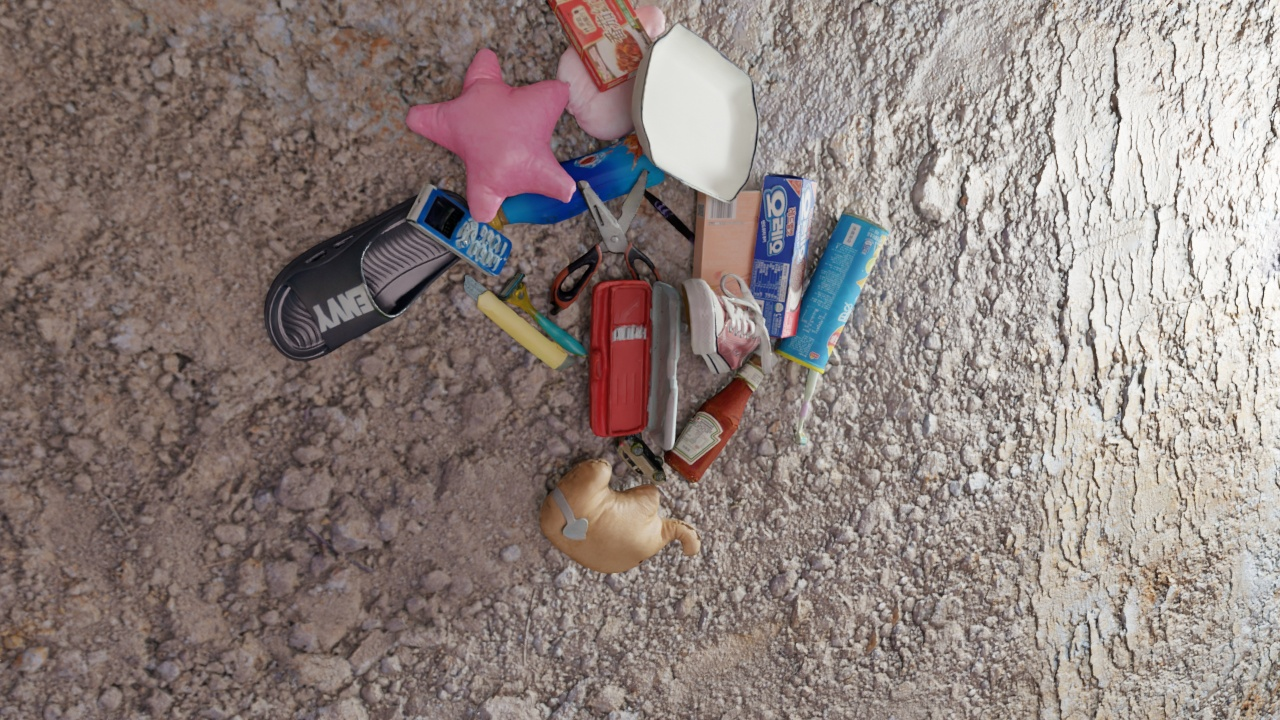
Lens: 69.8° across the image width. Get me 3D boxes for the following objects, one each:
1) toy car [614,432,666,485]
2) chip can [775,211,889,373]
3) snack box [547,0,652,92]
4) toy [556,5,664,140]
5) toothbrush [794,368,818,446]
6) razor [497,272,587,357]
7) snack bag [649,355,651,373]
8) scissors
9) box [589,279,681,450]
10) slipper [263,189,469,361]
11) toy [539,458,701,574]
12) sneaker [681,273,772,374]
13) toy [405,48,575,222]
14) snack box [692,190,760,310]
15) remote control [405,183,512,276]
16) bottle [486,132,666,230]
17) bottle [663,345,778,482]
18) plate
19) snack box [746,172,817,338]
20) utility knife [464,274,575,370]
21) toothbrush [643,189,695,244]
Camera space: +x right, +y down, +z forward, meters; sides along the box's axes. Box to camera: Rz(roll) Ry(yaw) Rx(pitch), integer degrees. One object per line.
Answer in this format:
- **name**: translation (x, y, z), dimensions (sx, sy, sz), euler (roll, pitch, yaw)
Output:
- **toy car**: translation (0.002, 0.130, 1.214), dimensions (0.035, 0.042, 0.090), euler (-36, 111, 15)
- **chip can**: translation (0.258, -0.091, 1.235), dimensions (0.071, 0.071, 0.210), euler (23, 95, -25)
- **snack box**: translation (-0.048, -0.383, 1.024), dimensions (0.075, 0.025, 0.153), euler (-29, 87, -12)
- **toy**: translation (-0.021, -0.334, 1.066), dimensions (0.159, 0.054, 0.121), euler (-39, 108, -7)
- **toothbrush**: translation (0.245, 0.029, 1.293), dimensions (0.020, 0.029, 0.189), euler (14, 100, 17)
- **razor**: translation (-0.115, -0.048, 1.122), dimensions (0.132, 0.028, 0.043), euler (43, 64, -19)
- **snack bag**: translation (-0.015, 0.037, 1.189), dimensions (0.045, 0.026, 0.105), euler (22, 95, -24)
- **scissors**: translation (-0.031, -0.130, 1.104), dimensions (0.188, 0.015, 0.226), euler (18, 122, -34)
- **box**: translation (-0.008, 0.006, 1.112), dimensions (0.094, 0.100, 0.201), euler (-4, 107, -20)
- **slipper**: translation (-0.294, -0.097, 1.013), dimensions (0.267, 0.083, 0.111), euler (-36, 115, -11)
- **toy**: translation (-0.028, 0.220, 1.207), dimensions (0.226, 0.082, 0.143), euler (31, 105, -28)
- **sneaker**: translation (0.107, -0.042, 1.113), dimensions (0.088, 0.241, 0.118), euler (-13, 72, 11)
- **toy**: translation (-0.143, -0.248, 1.016), dimensions (0.178, 0.074, 0.194), euler (-37, 87, -3)
- **snack box**: translation (0.110, -0.140, 1.183), dimensions (0.084, 0.026, 0.157), euler (-5, 107, -27)
- **remote control**: translation (-0.201, -0.143, 1.026), dimensions (0.125, 0.024, 0.049), euler (36, 71, -39)
- **bottle**: translation (-0.080, -0.201, 1.069), dimensions (0.218, 0.065, 0.065), euler (-22, 112, -3)
- **bottle**: translation (0.112, 0.069, 1.232), dimensions (0.060, 0.060, 0.206), euler (40, 84, -26)
- **plate**: translation (0.064, -0.279, 1.062), dimensions (0.265, 0.034, 0.162), euler (7, 93, -57)
- **snack box**: translation (0.180, -0.135, 1.184), dimensions (0.058, 0.057, 0.207), euler (-11, 109, -59)
- **utility knife**: translation (-0.149, -0.042, 1.119), dimensions (0.178, 0.019, 0.031), euler (42, 83, -32)
- **toothbrush**: translation (0.035, -0.184, 1.153), dimensions (0.189, 0.017, 0.014), euler (40, 87, -27)
